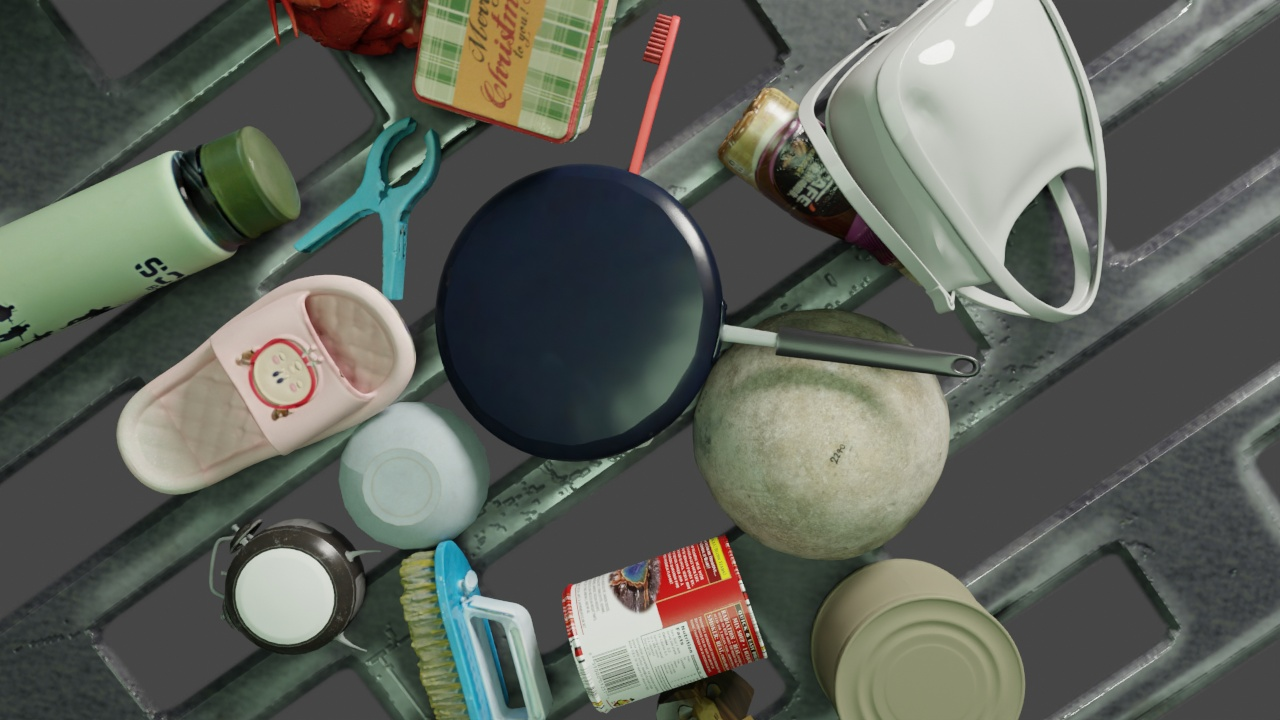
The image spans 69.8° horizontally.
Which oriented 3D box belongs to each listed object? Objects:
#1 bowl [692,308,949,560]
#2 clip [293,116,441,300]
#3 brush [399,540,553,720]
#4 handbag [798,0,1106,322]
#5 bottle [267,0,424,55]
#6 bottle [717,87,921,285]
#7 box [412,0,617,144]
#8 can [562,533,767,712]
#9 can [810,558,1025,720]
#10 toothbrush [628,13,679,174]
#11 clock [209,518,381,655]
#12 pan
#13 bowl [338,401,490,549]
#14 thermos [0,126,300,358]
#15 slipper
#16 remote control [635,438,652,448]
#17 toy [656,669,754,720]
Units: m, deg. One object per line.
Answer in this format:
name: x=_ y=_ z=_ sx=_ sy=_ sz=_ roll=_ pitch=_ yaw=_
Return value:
bowl: x=0.127 y=0.053 z=0.613 sx=0.178 sy=0.081 sz=0.178 roll=0 pitch=94 yaw=-1
clip: x=-0.183 y=-0.113 z=0.625 sx=0.102 sy=0.027 sz=0.119 roll=30 pitch=95 yaw=-5
brush: x=-0.114 y=0.189 z=0.633 sx=0.075 sy=0.055 sz=0.136 roll=-13 pitch=97 yaw=11
handbag: x=0.216 y=-0.111 z=0.583 sx=0.215 sy=0.096 sz=0.222 roll=-42 pitch=106 yaw=-21
bottle: x=-0.187 y=-0.242 z=0.578 sx=0.111 sy=0.099 sz=0.099 roll=23 pitch=95 yaw=2
bottle: x=0.132 y=-0.109 z=0.608 sx=0.166 sy=0.059 sz=0.059 roll=36 pitch=94 yaw=-6
box: x=-0.067 y=-0.247 z=0.566 sx=0.118 sy=0.050 sz=0.206 roll=20 pitch=114 yaw=6
can: x=0.016 y=0.176 z=0.619 sx=0.116 sy=0.086 sz=0.086 roll=-19 pitch=95 yaw=1
can: x=0.187 y=0.209 z=0.629 sx=0.128 sy=0.073 sz=0.128 roll=0 pitch=95 yaw=0
toothbrush: x=-0.009 y=-0.132 z=0.629 sx=0.018 sy=0.012 sz=0.212 roll=15 pitch=95 yaw=-1
clock: x=-0.246 y=0.158 z=0.639 sx=0.123 sy=0.043 sz=0.091 roll=9 pitch=95 yaw=-1
pan: x=0.031 y=-0.022 z=0.587 sx=0.357 sy=0.021 sz=0.198 roll=9 pitch=88 yaw=14
bowl: x=-0.160 y=0.083 z=0.634 sx=0.106 sy=0.039 sz=0.106 roll=0 pitch=95 yaw=0
thermos: x=-0.341 y=-0.082 z=0.604 sx=0.231 sy=0.082 sz=0.082 roll=-24 pitch=95 yaw=2
slipper: x=-0.258 y=0.018 z=0.620 sx=0.222 sy=0.055 sz=0.107 roll=-27 pitch=94 yaw=7
remote control: x=-0.004 y=0.004 z=0.633 sx=0.060 sy=0.028 sz=0.114 roll=13 pitch=95 yaw=-2
toy: x=0.053 y=0.262 z=0.642 sx=0.076 sy=0.063 sz=0.100 roll=-33 pitch=100 yaw=-17
